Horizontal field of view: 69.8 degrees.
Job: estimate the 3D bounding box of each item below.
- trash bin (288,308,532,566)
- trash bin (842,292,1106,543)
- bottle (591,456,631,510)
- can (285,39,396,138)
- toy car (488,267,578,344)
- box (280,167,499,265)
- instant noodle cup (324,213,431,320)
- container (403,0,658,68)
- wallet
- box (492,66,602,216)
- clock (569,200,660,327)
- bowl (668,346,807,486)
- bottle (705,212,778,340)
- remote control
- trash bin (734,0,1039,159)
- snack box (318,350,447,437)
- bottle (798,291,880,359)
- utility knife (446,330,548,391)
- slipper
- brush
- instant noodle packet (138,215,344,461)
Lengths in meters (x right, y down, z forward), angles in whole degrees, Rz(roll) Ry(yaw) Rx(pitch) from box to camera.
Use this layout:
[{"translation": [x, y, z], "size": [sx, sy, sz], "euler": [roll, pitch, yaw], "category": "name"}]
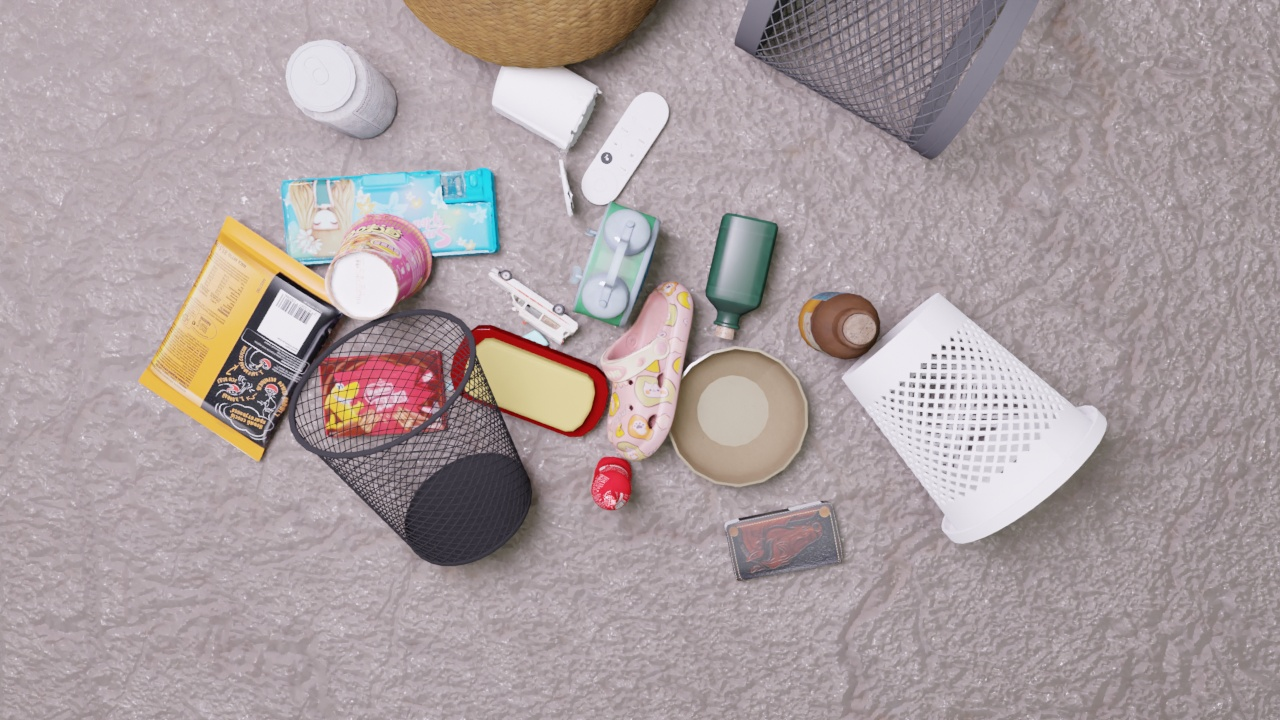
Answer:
[{"translation": [-0.211, 0.088, 0.916], "size": [0.184, 0.183, 0.210], "euler": [-19, 133, 2], "category": "trash bin"}, {"translation": [0.327, 0.048, 0.951], "size": [0.195, 0.195, 0.199], "euler": [-43, 84, 3], "category": "trash bin"}, {"translation": [-0.030, 0.132, 0.969], "size": [0.042, 0.141, 0.042], "euler": [0, 95, 0], "category": "bottle"}, {"translation": [-0.302, -0.274, 0.934], "size": [0.078, 0.136, 0.078], "euler": [0, 95, 0], "category": "can"}, {"translation": [-0.121, -0.058, 1.002], "size": [0.113, 0.039, 0.039], "euler": [33, 83, -3], "category": "toy car"}, {"translation": [-0.270, -0.155, 0.993], "size": [0.227, 0.041, 0.094], "euler": [-4, 96, 0], "category": "box"}, {"translation": [-0.270, -0.090, 0.932], "size": [0.097, 0.108, 0.098], "euler": [-1, 112, -2], "category": "instant noodle cup"}, {"translation": [-0.110, -0.433, 0.862], "size": [0.307, 0.197, 0.306], "euler": [1, 75, -5], "category": "container"}, {"translation": [0.162, 0.205, 1.038], "size": [0.123, 0.019, 0.072], "euler": [-12, 91, 1], "category": "wallet"}, {"translation": [-0.101, -0.240, 0.968], "size": [0.140, 0.083, 0.141], "euler": [27, 89, -3], "category": "box"}, {"translation": [-0.029, -0.099, 0.938], "size": [0.075, 0.161, 0.122], "euler": [19, 94, -3], "category": "clock"}, {"translation": [0.104, 0.059, 1.008], "size": [0.152, 0.050, 0.152], "euler": [0, 95, 0], "category": "bowl"}, {"translation": [0.104, -0.088, 0.989], "size": [0.061, 0.061, 0.131], "euler": [13, 95, 1], "category": "bottle"}, {"translation": [-0.017, -0.230, 1.000], "size": [0.043, 0.013, 0.136], "euler": [34, 95, -3], "category": "remote control"}, {"translation": [0.236, -0.346, 0.893], "size": [0.227, 0.217, 0.218], "euler": [27, 95, 1], "category": "trash bin"}, {"translation": [-0.285, 0.037, 1.021], "size": [0.133, 0.021, 0.089], "euler": [-4, 96, 1], "category": "snack box"}, {"translation": [0.209, -0.036, 0.946], "size": [0.068, 0.157, 0.068], "euler": [0, 95, 0], "category": "bottle"}, {"translation": [-0.162, 0.001, 1.023], "size": [0.126, 0.015, 0.022], "euler": [-27, 102, 6], "category": "utility knife"}, {"translation": [-0.006, 0.006, 0.978], "size": [0.081, 0.093, 0.197], "euler": [16, 86, -28], "category": "slipper"}, {"translation": [-0.120, 0.025, 0.998], "size": [0.173, 0.042, 0.082], "euler": [21, 100, -9], "category": "brush"}, {"translation": [-0.433, -0.021, 1.000], "size": [0.160, 0.032, 0.221], "euler": [34, 102, -1], "category": "instant noodle packet"}]
